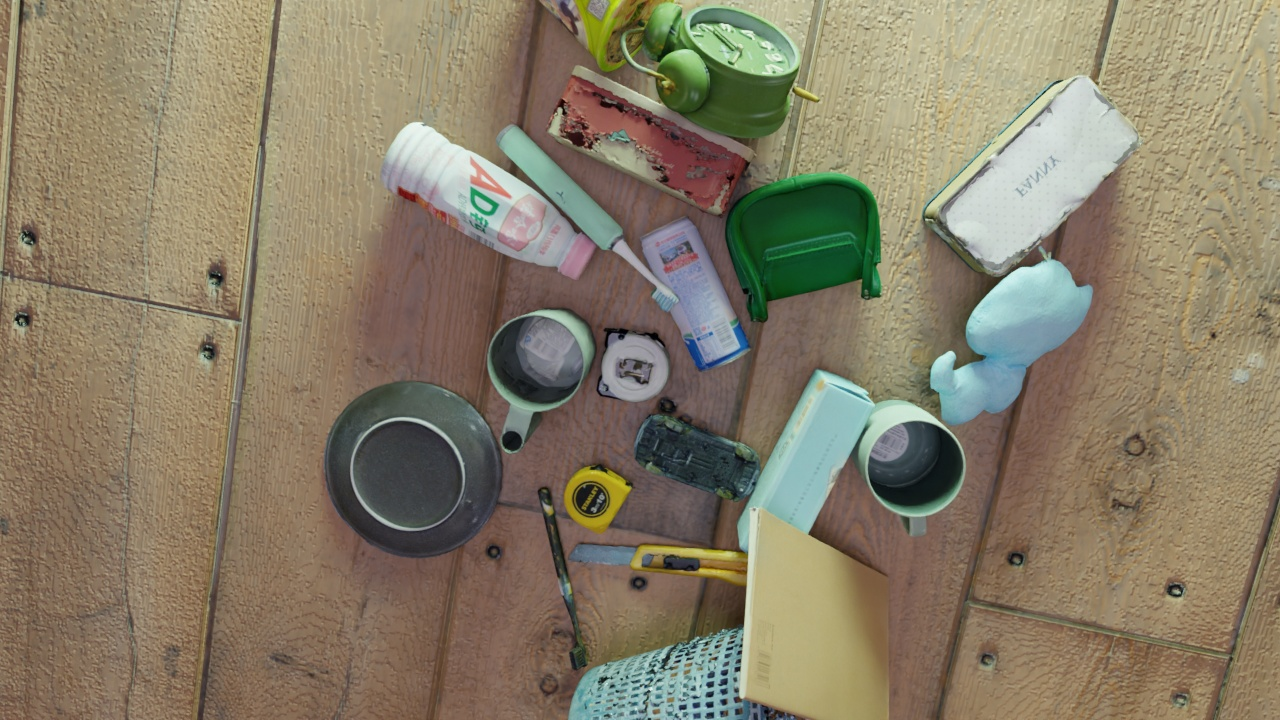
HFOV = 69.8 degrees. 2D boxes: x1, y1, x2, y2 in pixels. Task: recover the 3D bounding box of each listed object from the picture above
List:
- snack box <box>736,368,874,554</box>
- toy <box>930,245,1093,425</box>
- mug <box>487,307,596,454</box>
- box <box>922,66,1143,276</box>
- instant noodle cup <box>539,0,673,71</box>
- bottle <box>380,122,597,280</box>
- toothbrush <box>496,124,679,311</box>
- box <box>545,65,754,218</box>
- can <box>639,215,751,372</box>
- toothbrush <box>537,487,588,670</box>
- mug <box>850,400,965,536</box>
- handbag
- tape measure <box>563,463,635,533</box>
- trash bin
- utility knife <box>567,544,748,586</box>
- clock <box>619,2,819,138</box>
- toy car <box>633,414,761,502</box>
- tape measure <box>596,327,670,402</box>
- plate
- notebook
[{"bbox_3d":[0.146,0.097,0.829,0.051,0.074,0.175,26,100,1],"label":"snack box"},{"bbox_3d":[0.324,-0.021,0.801,0.161,0.050,0.156,-11,121,-18],"label":"toy"},{"bbox_3d":[-0.091,0.014,0.823,0.083,0.103,0.124,19,100,1],"label":"mug"},{"bbox_3d":[0.336,-0.161,0.785,0.184,0.061,0.090,-43,94,7],"label":"box"},{"bbox_3d":[-0.045,-0.327,0.771,0.123,0.111,0.112,40,99,5],"label":"instant noodle cup"},{"bbox_3d":[-0.132,-0.138,0.824,0.197,0.068,0.068,29,99,-3],"label":"bottle"},{"bbox_3d":[-0.046,-0.128,0.815,0.224,0.026,0.027,45,111,9],"label":"toothbrush"},{"bbox_3d":[0.005,-0.178,0.792,0.168,0.091,0.077,25,97,1],"label":"box"},{"bbox_3d":[0.049,-0.060,0.825,0.053,0.053,0.134,-24,96,8],"label":"can"},{"bbox_3d":[-0.078,0.214,0.895,0.012,0.017,0.186,-5,100,43],"label":"toothbrush"},{"bbox_3d":[0.232,0.095,0.805,0.082,0.106,0.112,-9,97,5],"label":"mug"},{"bbox_3d":[0.144,-0.101,0.804,0.131,0.068,0.120,-13,98,7],"label":"handbag"},{"bbox_3d":[-0.043,0.129,0.873,0.057,0.029,0.060,31,100,-1],"label":"tape measure"},{"bbox_3d":[0.049,0.341,0.819,0.195,0.226,0.226,-12,97,19],"label":"trash bin"},{"bbox_3d":[0.036,0.196,0.883,0.215,0.015,0.033,4,96,5],"label":"utility knife"},{"bbox_3d":[0.060,-0.242,0.754,0.161,0.116,0.056,1,140,-20],"label":"clock"},{"bbox_3d":[0.053,0.090,0.856,0.120,0.036,0.054,21,99,-6],"label":"toy car"},{"bbox_3d":[-0.005,0.005,0.850,0.066,0.033,0.066,8,100,4],"label":"tape measure"},{"bbox_3d":[-0.223,0.108,0.888,0.179,0.024,0.179,1,98,4],"label":"plate"},{"bbox_3d":[0.154,0.228,0.775,0.012,0.211,0.149,-18,53,40],"label":"notebook"}]
